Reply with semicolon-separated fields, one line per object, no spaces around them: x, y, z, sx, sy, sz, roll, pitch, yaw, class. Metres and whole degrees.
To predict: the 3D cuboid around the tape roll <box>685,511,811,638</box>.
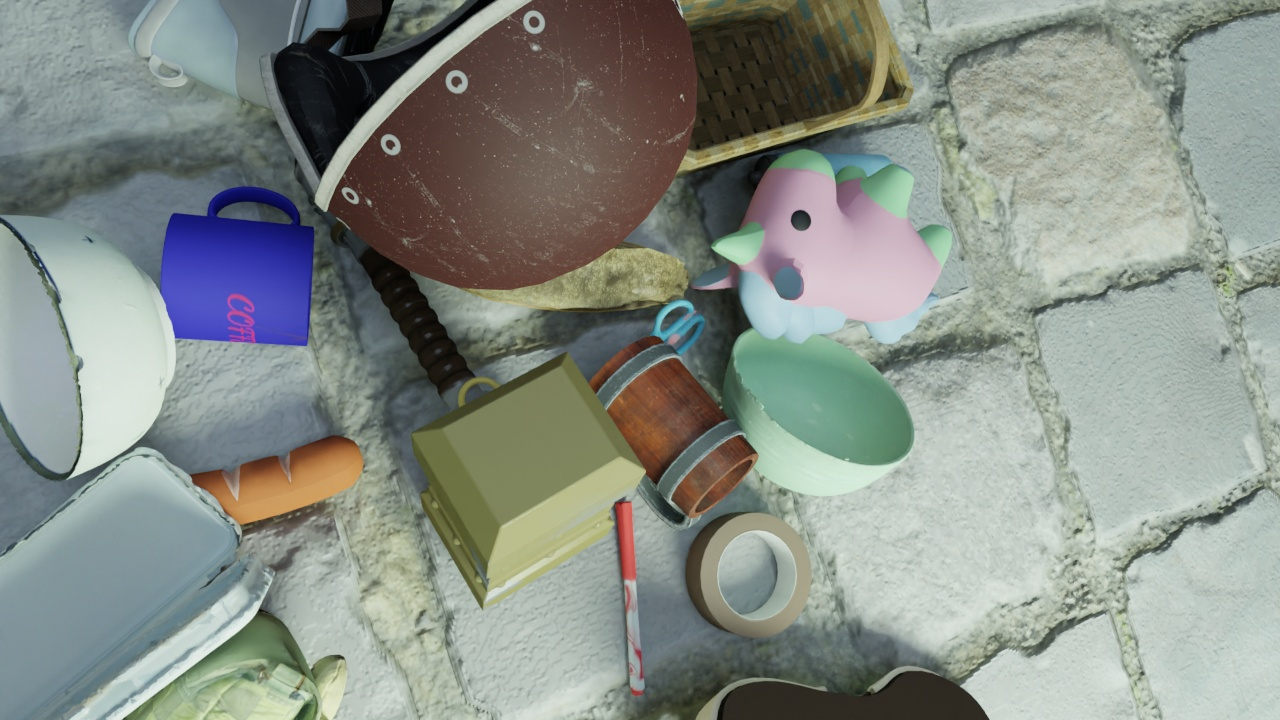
0.084;0.164;0.707;0.093;0.030;0.093;3;81;-19;tape roll

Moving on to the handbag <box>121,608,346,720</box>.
-0.253;0.244;0.546;0.117;0.113;0.186;45;73;-22;handbag

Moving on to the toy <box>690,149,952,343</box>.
0.156;-0.071;0.718;0.222;0.120;0.171;42;75;-32;toy

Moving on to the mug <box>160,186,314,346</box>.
-0.259;-0.065;0.601;0.083;0.079;0.111;3;63;-19;mug

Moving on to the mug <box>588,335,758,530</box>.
0.017;0.060;0.664;0.081;0.118;0.111;-27;65;-37;mug

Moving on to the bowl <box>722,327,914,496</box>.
0.124;0.047;0.699;0.151;0.077;0.150;17;36;-13;bowl

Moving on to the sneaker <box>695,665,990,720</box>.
0.148;0.309;0.685;0.293;0.117;0.111;9;43;-33;sneaker

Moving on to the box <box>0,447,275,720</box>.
-0.319;0.165;0.508;0.210;0.105;0.130;-43;111;-9;box

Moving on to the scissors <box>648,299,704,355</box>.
-0.004;0.004;0.701;0.136;0.055;0.015;-43;53;-13;scissors

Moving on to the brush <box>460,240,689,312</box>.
-0.050;-0.065;0.680;0.195;0.043;0.059;2;98;-24;brush

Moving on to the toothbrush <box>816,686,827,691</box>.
0.066;0.287;0.692;0.181;0.016;0.018;-18;95;-20;toothbrush

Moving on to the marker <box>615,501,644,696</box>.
-0.007;0.177;0.684;0.012;0.013;0.142;-2;83;-20;marker

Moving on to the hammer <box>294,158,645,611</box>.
-0.140;-0.014;0.604;0.100;0.191;0.324;-29;75;-21;hammer

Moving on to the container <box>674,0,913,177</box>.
0.095;-0.232;0.670;0.249;0.187;0.157;-22;89;-30;container

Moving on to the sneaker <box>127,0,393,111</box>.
-0.247;-0.295;0.638;0.160;0.093;0.256;14;76;-8;sneaker

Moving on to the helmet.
-0.086;-0.169;0.496;0.234;0.233;0.253;-36;87;21;helmet

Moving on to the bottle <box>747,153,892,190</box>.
0.150;-0.154;0.773;0.130;0.040;0.040;-4;83;-20;bottle

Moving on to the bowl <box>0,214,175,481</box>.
-0.329;-0.012;0.539;0.072;0.154;0.153;-19;88;-50;bowl

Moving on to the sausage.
-0.263;0.085;0.593;0.164;0.039;0.044;-12;111;-20;sausage
